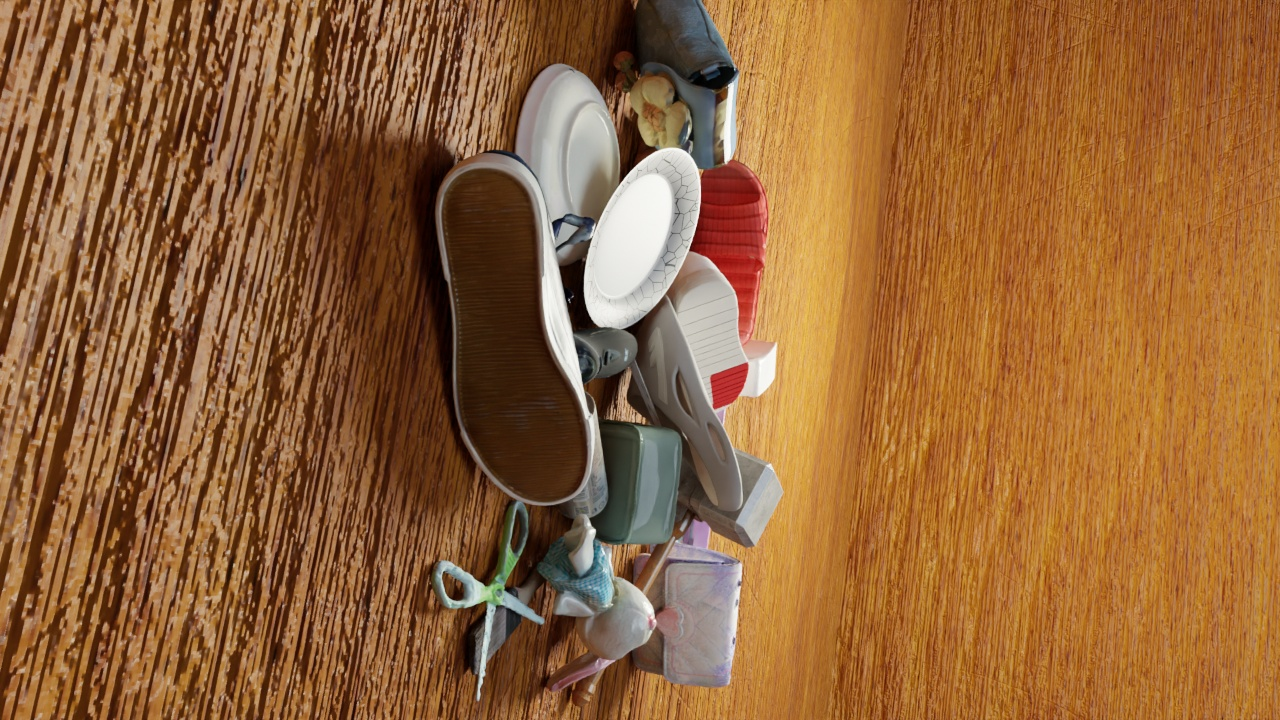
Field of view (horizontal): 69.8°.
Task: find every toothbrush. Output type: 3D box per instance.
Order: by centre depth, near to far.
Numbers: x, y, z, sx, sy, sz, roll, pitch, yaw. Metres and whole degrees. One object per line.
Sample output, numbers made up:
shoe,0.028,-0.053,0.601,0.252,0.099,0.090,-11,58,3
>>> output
toothbrush,-0.006,0.006,0.950,0.181,0.010,0.010,67,25,-3

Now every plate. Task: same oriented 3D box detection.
plate,-0.057,-0.178,0.844,0.182,0.034,0.182,6,90,-68
plate,-0.001,-0.120,0.905,0.188,0.016,0.189,-42,148,-35

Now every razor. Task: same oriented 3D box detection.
razor,-0.041,-0.004,0.872,0.140,0.064,0.053,-12,113,-56

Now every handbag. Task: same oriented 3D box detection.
handbag,-0.014,0.121,0.928,0.067,0.106,0.122,9,85,-41
handbag,0.034,-0.289,0.937,0.122,0.118,0.191,85,-11,-57
handbag,0.055,0.307,1.113,0.069,0.127,0.159,-20,115,-64

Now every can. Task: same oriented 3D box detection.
can,-0.061,0.089,0.846,0.136,0.054,0.054,84,23,-45

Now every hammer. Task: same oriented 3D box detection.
hammer,0.011,0.232,1.007,0.317,0.163,0.083,-59,151,-16

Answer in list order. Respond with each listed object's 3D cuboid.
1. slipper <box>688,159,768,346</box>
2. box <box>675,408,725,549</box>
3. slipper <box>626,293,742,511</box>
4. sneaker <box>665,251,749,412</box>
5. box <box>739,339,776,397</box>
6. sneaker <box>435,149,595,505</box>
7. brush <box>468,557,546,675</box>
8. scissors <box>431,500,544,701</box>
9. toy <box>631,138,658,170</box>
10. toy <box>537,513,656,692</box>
slipper,0.111,-0.136,1.183,0.059,0.104,0.249,-15,106,-71
box,0.072,0.153,1.228,0.078,0.065,0.214,53,45,-79
slipper,0.030,0.047,0.986,0.113,0.080,0.265,79,-9,-63
sneaker,0.070,-0.037,1.130,0.237,0.090,0.104,76,-8,-47
box,0.124,0.022,1.251,0.102,0.107,0.091,-35,130,-62
sneaker,-0.089,-0.028,0.738,0.127,0.121,0.295,-91,174,-67
brush,-0.114,0.221,0.823,0.150,0.012,0.039,-41,132,-61
scissors,-0.124,0.197,0.773,0.172,0.021,0.171,57,33,-53
toy,0.025,-0.210,1.007,0.095,0.065,0.127,19,72,-66
toy,-0.034,0.224,0.878,0.130,0.106,0.206,-65,159,-47
